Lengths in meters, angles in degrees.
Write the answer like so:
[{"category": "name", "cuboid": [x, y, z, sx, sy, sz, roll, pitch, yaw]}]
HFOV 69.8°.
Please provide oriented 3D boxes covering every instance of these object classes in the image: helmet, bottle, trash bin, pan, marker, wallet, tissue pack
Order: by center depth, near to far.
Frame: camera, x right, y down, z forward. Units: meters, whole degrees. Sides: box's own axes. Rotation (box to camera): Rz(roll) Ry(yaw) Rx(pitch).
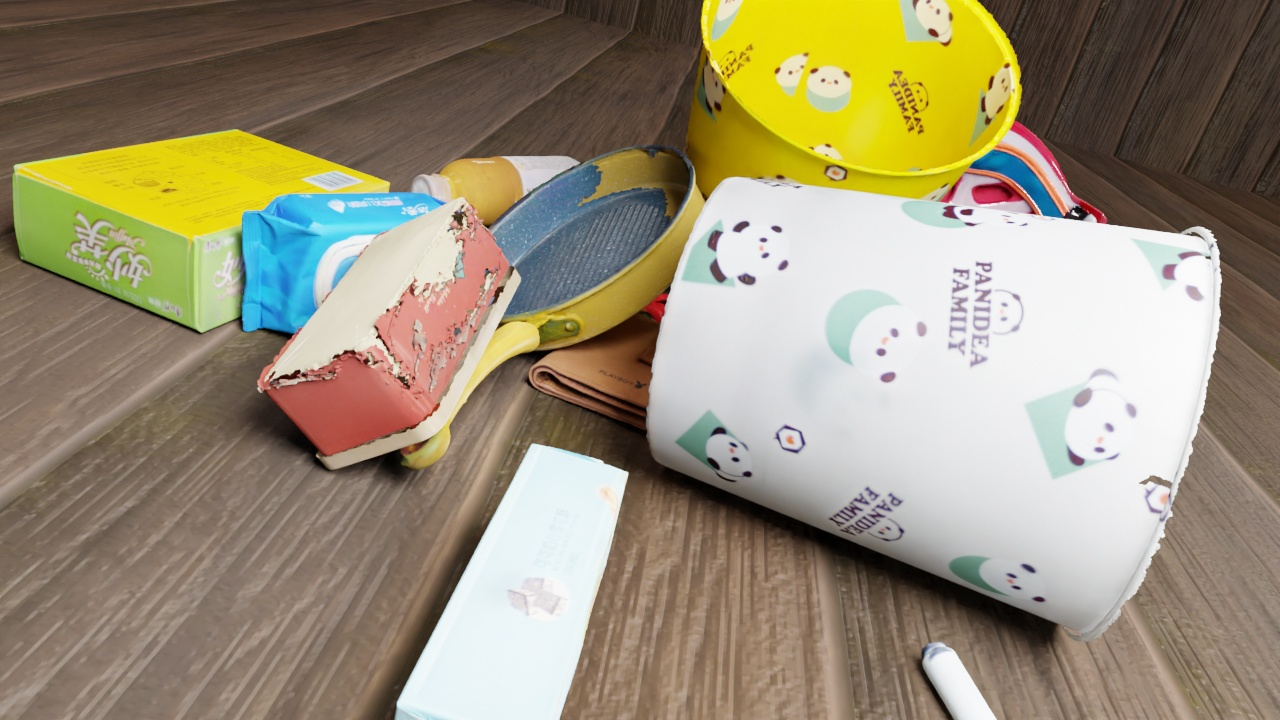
[{"category": "marker", "cuboid": [0.159, 0.178, 0.410, 0.022, 0.018, 0.130, 19, 23, -22]}, {"category": "trash bin", "cuboid": [0.152, 0.009, 0.532, 0.252, 0.230, 0.229, 15, 25, 15]}, {"category": "pan", "cuboid": [-0.068, -0.045, 0.621, 0.198, 0.078, 0.356, -13, 39, 28]}, {"category": "tissue pack", "cuboid": [-0.194, -0.065, 0.631, 0.156, 0.095, 0.052, -9, 39, -40]}, {"category": "wallet", "cuboid": [-0.004, 0.004, 0.668, 0.108, 0.031, 0.131, 21, 28, 16]}, {"category": "trash bin", "cuboid": [0.135, -0.158, 0.740, 0.229, 0.256, 0.229, 4, 60, -8]}, {"category": "helmet", "cuboid": [0.313, -0.095, 0.853, 0.206, 0.144, 0.239, -3, 67, -22]}, {"category": "bottle", "cuboid": [-0.133, -0.164, 0.895, 0.189, 0.068, 0.068, -13, 37, -44]}]

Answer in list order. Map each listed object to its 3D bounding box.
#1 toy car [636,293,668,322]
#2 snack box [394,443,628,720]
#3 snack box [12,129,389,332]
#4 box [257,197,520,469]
[{"category": "toy car", "cuboid": [0.046, -0.025, 0.751, 0.106, 0.031, 0.049, 34, 33, 31]}, {"category": "snack box", "cuboid": [-0.049, 0.110, 0.373, 0.051, 0.074, 0.174, 16, 26, 1]}, {"category": "snack box", "cuboid": [-0.312, -0.106, 0.681, 0.158, 0.070, 0.209, 20, 26, 12]}, {"category": "box", "cuboid": [-0.140, -0.028, 0.529, 0.091, 0.080, 0.168, -19, 31, 23]}]
